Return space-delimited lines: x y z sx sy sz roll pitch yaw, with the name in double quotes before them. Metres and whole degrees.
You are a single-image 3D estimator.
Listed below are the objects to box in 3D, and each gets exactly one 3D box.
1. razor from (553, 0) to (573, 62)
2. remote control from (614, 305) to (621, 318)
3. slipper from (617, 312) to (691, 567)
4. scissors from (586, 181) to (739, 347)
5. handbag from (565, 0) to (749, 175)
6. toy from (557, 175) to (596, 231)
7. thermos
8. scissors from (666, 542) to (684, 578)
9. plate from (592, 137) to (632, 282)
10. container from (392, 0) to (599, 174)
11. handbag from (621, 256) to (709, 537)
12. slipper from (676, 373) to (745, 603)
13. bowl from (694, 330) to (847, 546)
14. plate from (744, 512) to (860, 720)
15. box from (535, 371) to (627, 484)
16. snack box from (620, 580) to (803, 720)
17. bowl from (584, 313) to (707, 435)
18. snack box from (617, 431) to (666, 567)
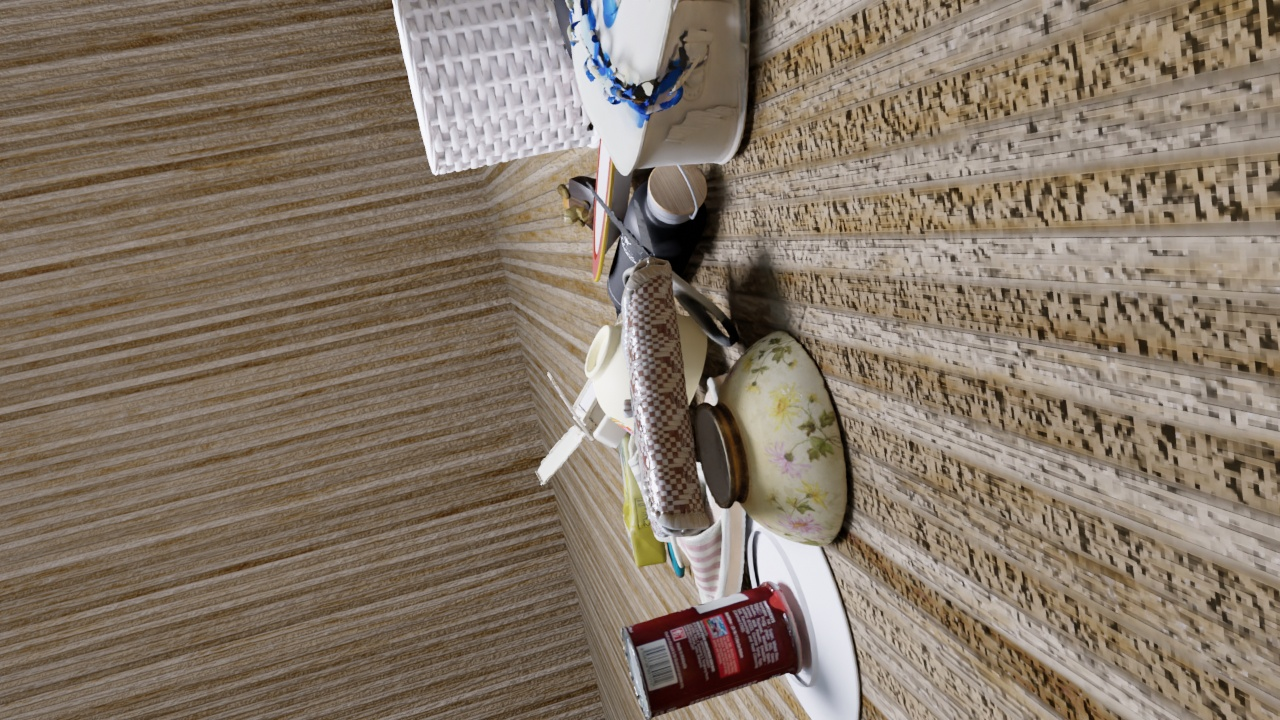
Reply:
"razor" -0.045 -0.315 0.829 0.064 0.053 0.141 38 163 15
"remote control" -0.011 -0.049 1.056 0.140 0.009 0.030 -146 44 -74
"slipper" 0.012 0.080 0.918 0.114 0.054 0.273 -88 -14 -74
"scissors" 0.013 -0.067 0.700 0.171 0.012 0.158 43 163 -3
"handbag" 0.005 -0.234 0.587 0.200 0.093 0.200 -114 23 -44
"toy" -0.067 -0.177 1.031 0.100 0.062 0.076 33 156 49
"thermos" 0.014 -0.099 0.744 0.232 0.061 0.061 117 139 -73
"scissors" 0.035 0.185 1.085 0.139 0.019 0.136 89 169 -69
"plate" -0.022 -0.184 0.813 0.230 0.021 0.230 -177 92 -84
"container" -0.149 -0.306 0.976 0.189 0.186 0.189 166 91 -79
"handbag" 0.011 0.032 0.646 0.124 0.047 0.185 88 175 -78
"slipper" 0.056 0.124 0.797 0.115 0.052 0.263 -102 9 -49
"bowl" 0.077 0.058 0.610 0.145 0.063 0.145 168 91 -77
"plate" 0.114 0.190 0.713 0.209 0.015 0.208 166 91 -79
"box" -0.083 0.061 1.064 0.184 0.099 0.143 -60 17 0
"snack box" 0.052 0.217 0.689 0.072 0.121 0.072 165 91 -80
"bowl" -0.005 0.005 0.788 0.118 0.074 0.117 -54 23 35
"snack box" -0.005 0.146 1.119 0.121 0.045 0.181 -116 17 -79
